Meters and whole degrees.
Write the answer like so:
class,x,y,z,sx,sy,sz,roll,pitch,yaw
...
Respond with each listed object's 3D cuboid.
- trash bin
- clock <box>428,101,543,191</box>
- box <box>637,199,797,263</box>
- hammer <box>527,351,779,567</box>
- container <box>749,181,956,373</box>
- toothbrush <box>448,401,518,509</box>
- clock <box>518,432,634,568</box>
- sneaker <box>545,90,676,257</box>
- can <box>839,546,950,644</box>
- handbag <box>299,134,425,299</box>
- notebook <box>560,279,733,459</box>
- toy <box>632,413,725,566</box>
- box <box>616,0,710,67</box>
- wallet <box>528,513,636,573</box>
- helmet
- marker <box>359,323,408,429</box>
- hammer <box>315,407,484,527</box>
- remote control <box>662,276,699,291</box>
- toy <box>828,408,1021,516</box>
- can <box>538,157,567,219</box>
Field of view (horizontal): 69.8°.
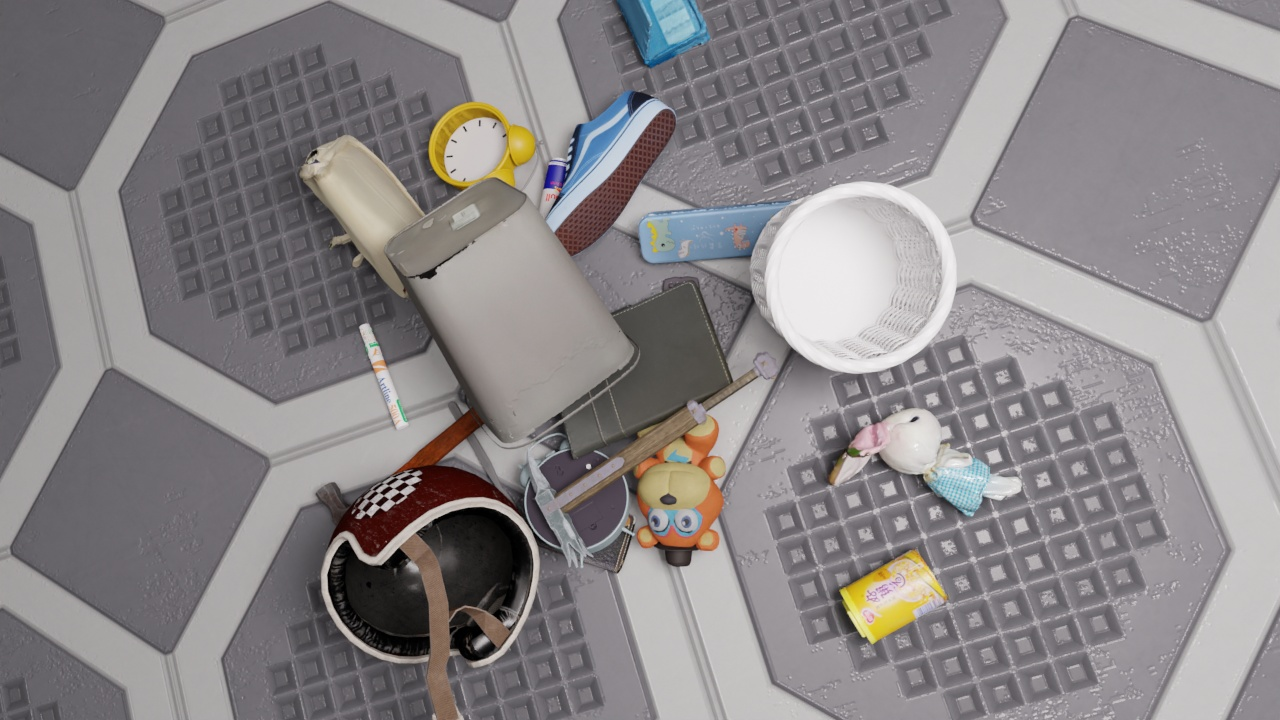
class,x,y,z,sx,sy,sz,roll,pitch,yaw
trash bin,-0.151,-0.062,1.016,0.197,0.197,0.220,-36,122,-11
clock,-0.202,-0.267,1.186,0.152,0.052,0.113,28,88,17
box,0.101,-0.158,1.113,0.210,0.064,0.069,-4,85,9
hammer,0.017,0.084,1.030,0.317,0.028,0.147,-35,69,8
container,0.220,-0.093,0.997,0.189,0.186,0.189,0,98,1
toothbrush,-0.198,0.121,1.152,0.013,0.013,0.167,-34,77,4
clock,-0.080,0.158,1.093,0.122,0.045,0.159,-31,68,-7
sneaker,-0.062,-0.235,1.150,0.098,0.083,0.241,36,88,30
can,0.281,0.263,1.023,0.105,0.067,0.067,-31,79,4
handbag,-0.341,-0.159,1.137,0.132,0.184,0.229,-44,94,4
notebook,-0.007,0.007,1.097,0.209,0.029,0.169,-22,58,8
toy,0.046,0.150,1.070,0.112,0.096,0.176,-4,92,19
box,-0.003,-0.501,1.152,0.094,0.110,0.231,-24,79,6
wallet,-0.072,0.206,1.115,0.123,0.019,0.072,16,81,11
helmet,-0.227,0.242,1.022,0.233,0.254,0.233,-47,119,-23
marker,-0.332,0.020,1.185,0.017,0.017,0.145,-25,79,5
hammer,-0.263,0.119,1.147,0.301,0.028,0.111,-39,79,6
remote control,0.051,-0.043,1.132,0.046,0.009,0.124,-2,82,9
toy,0.328,0.104,1.026,0.205,0.131,0.105,14,69,5
can,-0.109,-0.209,1.170,0.032,0.032,0.095,9,84,11
